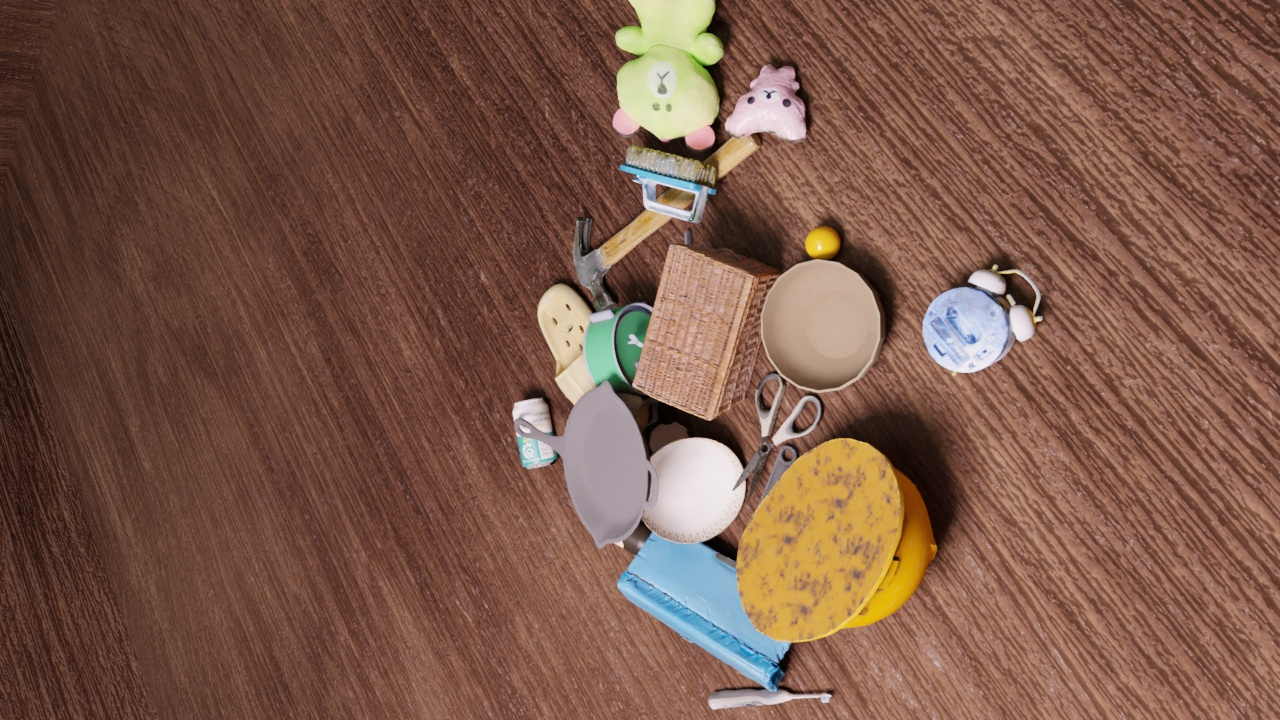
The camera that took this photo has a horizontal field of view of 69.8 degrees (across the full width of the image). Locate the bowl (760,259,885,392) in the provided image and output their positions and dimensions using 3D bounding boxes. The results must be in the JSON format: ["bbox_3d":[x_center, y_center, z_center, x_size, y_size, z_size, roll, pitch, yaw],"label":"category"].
[{"bbox_3d":[0.218,-0.041,1.065,0.153,0.050,0.152,5,97,39],"label":"bowl"}]

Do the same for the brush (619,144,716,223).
[{"bbox_3d":[0.027,-0.225,1.161,0.136,0.055,0.075,23,103,35],"label":"brush"}]

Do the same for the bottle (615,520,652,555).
[{"bbox_3d":[0.017,0.256,1.262,0.185,0.045,0.045,23,109,33],"label":"bottle"}]

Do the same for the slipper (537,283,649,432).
[{"bbox_3d":[-0.087,0.007,1.302,0.112,0.079,0.261,-44,67,37],"label":"slipper"}]

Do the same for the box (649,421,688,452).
[{"bbox_3d":[-0.006,0.143,1.256,0.147,0.136,0.084,-29,80,62],"label":"box"}]

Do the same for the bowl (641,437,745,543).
[{"bbox_3d":[0.058,0.159,1.188,0.063,0.145,0.145,-138,53,-72],"label":"bowl"}]

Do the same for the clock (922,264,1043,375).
[{"bbox_3d":[0.355,-0.042,0.953,0.126,0.051,0.089,-45,67,33],"label":"clock"}]

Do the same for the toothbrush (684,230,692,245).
[{"bbox_3d":[0.068,-0.088,1.207,0.013,0.012,0.167,-1,94,47],"label":"toothbrush"}]

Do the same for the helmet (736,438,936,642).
[{"bbox_3d":[0.237,0.211,1.022,0.256,0.131,0.204,-48,35,38],"label":"helmet"}]

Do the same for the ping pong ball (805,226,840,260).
[{"bbox_3d":[0.212,-0.136,1.067,0.040,0.040,0.040,5,97,39],"label":"ping pong ball"}]

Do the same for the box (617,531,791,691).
[{"bbox_3d":[0.097,0.313,1.182,0.232,0.094,0.112,27,71,26],"label":"box"}]

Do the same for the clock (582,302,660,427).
[{"bbox_3d":[-0.007,0.007,1.209,0.076,0.121,0.161,-11,93,40],"label":"clock"}]

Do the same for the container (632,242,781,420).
[{"bbox_3d":[0.084,-0.040,1.123,0.114,0.112,0.199,23,108,25],"label":"container"}]

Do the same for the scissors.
[{"bbox_3d":[0.157,0.091,1.143,0.165,0.012,0.150,-32,70,32],"label":"scissors"}]

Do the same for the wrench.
[{"bbox_3d":[0.145,0.229,1.175,0.073,0.018,0.274,31,112,33],"label":"wrench"}]

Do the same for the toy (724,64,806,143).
[{"bbox_3d":[0.156,-0.306,1.089,0.099,0.052,0.096,12,86,20],"label":"toy"}]

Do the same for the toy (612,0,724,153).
[{"bbox_3d":[0.037,-0.372,1.154,0.150,0.107,0.197,11,112,14],"label":"toy"}]

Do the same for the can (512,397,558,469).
[{"bbox_3d":[-0.159,0.110,1.383,0.055,0.054,0.101,-14,86,39],"label":"can"}]

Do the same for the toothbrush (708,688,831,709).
[{"bbox_3d":[0.165,0.431,1.175,0.186,0.022,0.024,-20,46,39],"label":"toothbrush"}]

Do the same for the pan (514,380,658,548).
[{"bbox_3d":[-0.075,0.122,1.213,0.355,0.024,0.216,16,106,53],"label":"pan"}]

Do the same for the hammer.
[{"bbox_3d":[0.027,-0.200,1.219,0.332,0.033,0.132,-35,72,35],"label":"hammer"}]
